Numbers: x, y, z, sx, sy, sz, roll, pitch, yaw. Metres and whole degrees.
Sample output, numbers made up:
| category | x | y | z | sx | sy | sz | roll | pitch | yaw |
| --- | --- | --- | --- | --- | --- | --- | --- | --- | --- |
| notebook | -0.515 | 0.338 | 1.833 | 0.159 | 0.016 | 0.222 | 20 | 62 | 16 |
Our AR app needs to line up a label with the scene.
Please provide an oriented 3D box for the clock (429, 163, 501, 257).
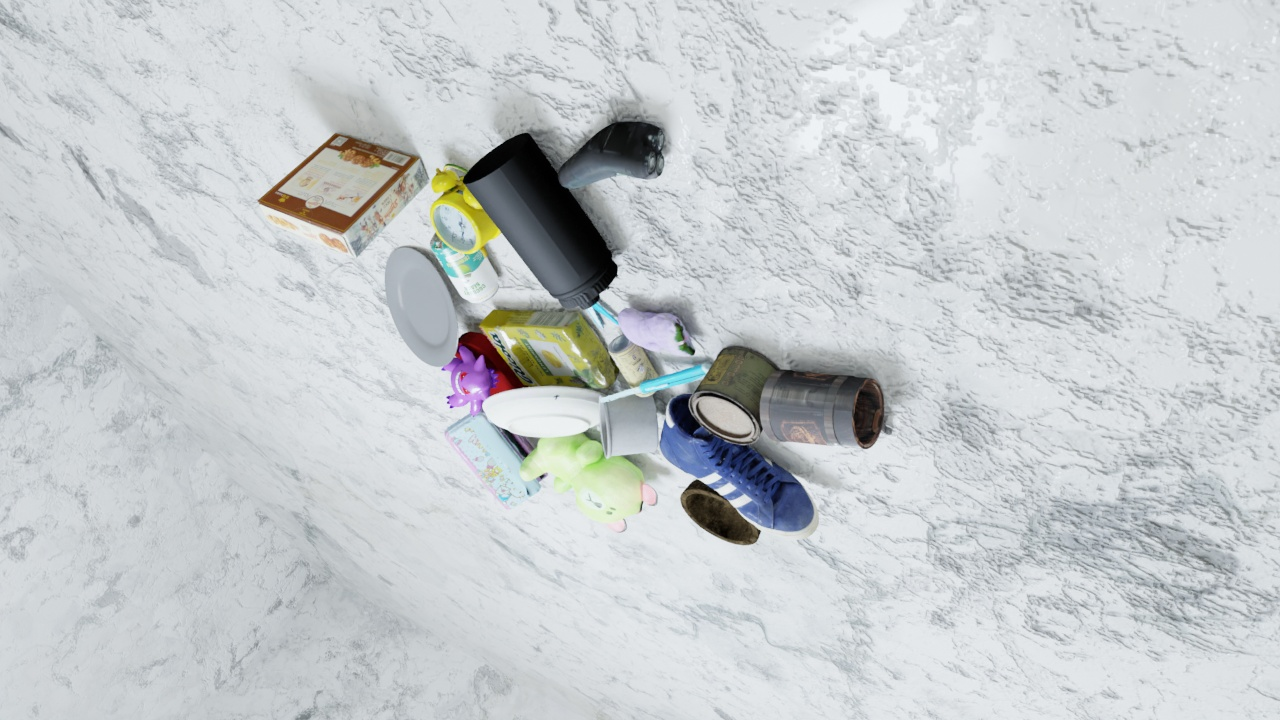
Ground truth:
| category | x | y | z | sx | sy | sz | roll | pitch | yaw |
| --- | --- | --- | --- | --- | --- | --- | --- | --- | --- |
| clock | -0.204 | -0.181 | 1.077 | 0.083 | 0.057 | 0.119 | 23 | 139 | 21 |

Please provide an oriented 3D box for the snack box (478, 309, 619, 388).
| category | x | y | z | sx | sy | sz | roll | pitch | yaw |
| --- | --- | --- | --- | --- | --- | --- | --- | --- | --- |
| snack box | -0.123 | -0.013 | 1.239 | 0.181 | 0.045 | 0.121 | 4 | 138 | 43 |

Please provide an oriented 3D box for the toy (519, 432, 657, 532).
| category | x | y | z | sx | sy | sz | roll | pitch | yaw |
| --- | --- | --- | --- | --- | --- | --- | --- | --- | --- |
| toy | -0.076 | 0.174 | 1.407 | 0.197 | 0.107 | 0.151 | 30 | 134 | -8 |

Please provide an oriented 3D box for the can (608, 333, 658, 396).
| category | x | y | z | sx | sy | sz | roll | pitch | yaw |
| --- | --- | --- | --- | --- | --- | --- | --- | --- | --- |
| can | -0.007 | 0.007 | 1.158 | 0.038 | 0.038 | 0.079 | 5 | 138 | 41 |

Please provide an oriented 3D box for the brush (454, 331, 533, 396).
| category | x | y | z | sx | sy | sz | roll | pitch | yaw |
| --- | --- | --- | --- | --- | --- | --- | --- | --- | --- |
| brush | -0.205 | 0.022 | 1.372 | 0.082 | 0.041 | 0.173 | -2 | 133 | 46 |

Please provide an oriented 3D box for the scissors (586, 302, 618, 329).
| category | x | y | z | sx | sy | sz | roll | pitch | yaw |
| --- | --- | --- | --- | --- | --- | --- | --- | --- | --- |
| scissors | -0.071 | -0.089 | 1.116 | 0.140 | 0.013 | 0.118 | 40 | 149 | -2 |

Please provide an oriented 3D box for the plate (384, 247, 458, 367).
| category | x | y | z | sx | sy | sz | roll | pitch | yaw |
| --- | --- | --- | --- | --- | --- | --- | --- | --- | --- |
| plate | -0.311 | -0.076 | 1.314 | 0.178 | 0.012 | 0.179 | 24 | 126 | 38 |

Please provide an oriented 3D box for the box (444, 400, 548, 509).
| category | x | y | z | sx | sy | sz | roll | pitch | yaw |
| --- | --- | --- | --- | --- | --- | --- | --- | --- | --- |
| box | -0.238 | 0.139 | 1.478 | 0.090 | 0.091 | 0.214 | 53 | 175 | 49 |

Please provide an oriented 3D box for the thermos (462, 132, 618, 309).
| category | x | y | z | sx | sy | sz | roll | pitch | yaw |
| --- | --- | --- | --- | --- | --- | --- | --- | --- | --- |
| thermos | -0.098 | -0.139 | 0.998 | 0.086 | 0.085 | 0.198 | -2 | 133 | 47 |

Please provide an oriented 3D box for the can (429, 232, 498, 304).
| category | x | y | z | sx | sy | sz | roll | pitch | yaw |
| --- | --- | --- | --- | --- | --- | --- | --- | --- | --- |
| can | -0.224 | -0.124 | 1.175 | 0.055 | 0.054 | 0.102 | 10 | 141 | 36 |

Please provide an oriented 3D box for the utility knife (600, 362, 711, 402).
| category | x | y | z | sx | sy | sz | roll | pitch | yaw |
| --- | --- | --- | --- | --- | --- | --- | --- | --- | --- |
| utility knife | 0.019 | 0.031 | 1.138 | 0.167 | 0.015 | 0.022 | -18 | 134 | 32 |

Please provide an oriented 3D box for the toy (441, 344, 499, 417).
| category | x | y | z | sx | sy | sz | roll | pitch | yaw |
| --- | --- | --- | --- | --- | --- | --- | --- | --- | --- |
| toy | -0.240 | 0.029 | 1.318 | 0.088 | 0.055 | 0.106 | -1 | 99 | 53 |

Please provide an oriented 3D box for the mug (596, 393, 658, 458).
| category | x | y | z | sx | sy | sz | roll | pitch | yaw |
| --- | --- | --- | --- | --- | --- | --- | --- | --- | --- |
| mug | -0.019 | 0.085 | 1.226 | 0.070 | 0.084 | 0.113 | -5 | 177 | -9 |

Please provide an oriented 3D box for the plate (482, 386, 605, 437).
| category | x | y | z | sx | sy | sz | roll | pitch | yaw |
| --- | --- | --- | --- | --- | --- | --- | --- | --- | --- |
| plate | -0.129 | 0.078 | 1.282 | 0.182 | 0.034 | 0.182 | -2 | 162 | -1 |

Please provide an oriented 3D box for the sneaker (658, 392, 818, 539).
| category | x | y | z | sx | sy | sz | roll | pitch | yaw |
| --- | --- | --- | --- | --- | --- | --- | --- | --- | --- |
| sneaker | 0.125 | 0.119 | 1.142 | 0.233 | 0.091 | 0.119 | 31 | 148 | 24 |

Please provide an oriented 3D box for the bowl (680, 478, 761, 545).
| category | x | y | z | sx | sy | sz | roll | pitch | yaw |
| --- | --- | --- | --- | --- | --- | --- | --- | --- | --- |
| bowl | 0.122 | 0.198 | 1.277 | 0.121 | 0.056 | 0.121 | 25 | 148 | 17 |

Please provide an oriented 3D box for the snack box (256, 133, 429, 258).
| category | x | y | z | sx | sy | sz | roll | pitch | yaw |
| --- | --- | --- | --- | --- | --- | --- | --- | --- | --- |
| snack box | -0.358 | -0.203 | 1.108 | 0.143 | 0.146 | 0.041 | 21 | 147 | 23 |

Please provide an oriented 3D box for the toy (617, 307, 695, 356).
| category | x | y | z | sx | sy | sz | roll | pitch | yaw |
| --- | --- | --- | --- | --- | --- | --- | --- | --- | --- |
| toy | 0.021 | -0.032 | 1.081 | 0.100 | 0.036 | 0.080 | 16 | 154 | 38 |

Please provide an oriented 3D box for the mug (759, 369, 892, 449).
| category | x | y | z | sx | sy | sz | roll | pitch | yaw |
| --- | --- | --- | --- | --- | --- | --- | --- | --- | --- |
| mug | 0.205 | 0.057 | 0.994 | 0.107 | 0.080 | 0.115 | 4 | 166 | 40 |

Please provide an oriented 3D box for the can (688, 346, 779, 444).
| category | x | y | z | sx | sy | sz | roll | pitch | yaw |
| --- | --- | --- | --- | --- | --- | --- | --- | --- | --- |
| can | 0.111 | 0.041 | 1.052 | 0.090 | 0.074 | 0.090 | 25 | 149 | 17 |

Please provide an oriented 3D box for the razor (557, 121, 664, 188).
| category | x | y | z | sx | sy | sz | roll | pitch | yaw |
| --- | --- | --- | --- | --- | --- | --- | --- | --- | --- |
| razor | -0.031 | -0.192 | 0.902 | 0.067 | 0.053 | 0.152 | 31 | 160 | -27 |
